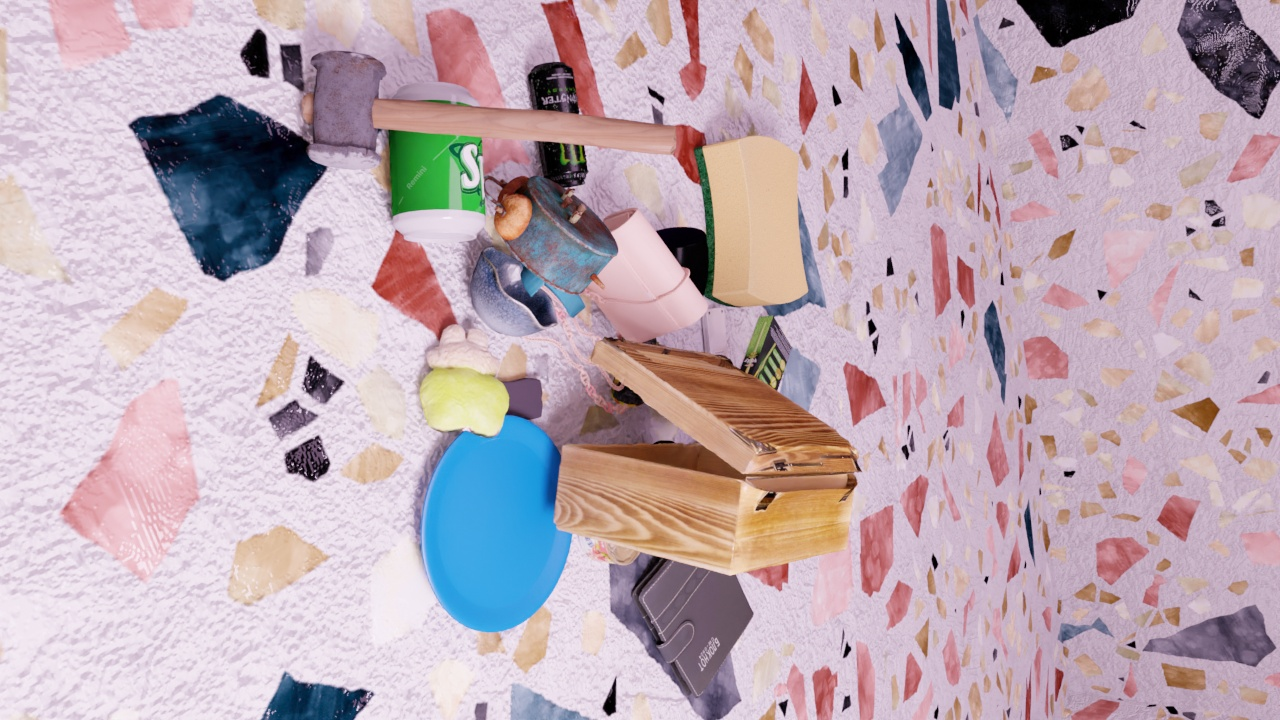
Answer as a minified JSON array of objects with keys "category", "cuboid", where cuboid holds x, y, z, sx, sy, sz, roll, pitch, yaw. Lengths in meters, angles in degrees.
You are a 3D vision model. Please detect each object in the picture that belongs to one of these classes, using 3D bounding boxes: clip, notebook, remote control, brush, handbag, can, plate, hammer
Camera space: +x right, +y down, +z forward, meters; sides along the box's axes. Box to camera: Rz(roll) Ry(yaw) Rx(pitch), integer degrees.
[{"category":"clip","cuboid":[-0.108,-0.093,0.973,0.121,0.033,0.119,49,17,-5]},{"category":"notebook","cuboid":[0.077,0.336,1.252,0.169,0.029,0.209,-46,122,-33]},{"category":"remote control","cuboid":[-0.151,0.042,0.989,0.124,0.009,0.046,1,87,-52]},{"category":"brush","cuboid":[0.172,-0.208,1.396,0.194,0.075,0.250,-6,93,-54]},{"category":"handbag","cuboid":[-0.017,-0.054,1.064,0.199,0.117,0.186,51,46,-25]},{"category":"can","cuboid":[-0.094,-0.269,1.052,0.053,0.054,0.138,-18,103,-53]},{"category":"plate","cuboid":[-0.151,0.170,0.969,0.224,0.024,0.224,6,83,-54]},{"category":"can","cuboid":[-0.033,0.203,1.113,0.086,0.043,0.086,7,82,-54]},{"category":"hammer","cuboid":[-0.132,-0.212,0.815,0.052,0.328,0.098,-179,-88,-86]},{"category":"can","cuboid":[-0.195,-0.187,0.879,0.087,0.088,0.140,-2,90,-54]},{"category":"remote control","cuboid":[0.112,-0.010,1.355,0.050,0.011,0.136,-10,96,-54]}]

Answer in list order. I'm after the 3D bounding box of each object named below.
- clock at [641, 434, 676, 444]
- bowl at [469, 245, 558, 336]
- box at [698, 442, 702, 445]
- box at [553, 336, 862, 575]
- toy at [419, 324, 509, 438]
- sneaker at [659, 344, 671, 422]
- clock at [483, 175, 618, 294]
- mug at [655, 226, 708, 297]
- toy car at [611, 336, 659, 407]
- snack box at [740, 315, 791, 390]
[{"category":"clock","cuboid":[0.025,0.156,1.197,0.121,0.043,0.091,48,51,-41]},{"category":"bowl","cuboid":[-0.141,-0.063,0.958,0.110,0.055,0.110,48,13,-15]},{"category":"box","cuboid":[0.150,0.181,1.354,0.210,0.084,0.186,-17,96,-52]},{"category":"box","cuboid":[0.098,0.101,1.020,0.278,0.259,0.220,10,90,-54]},{"category":"toy","cuboid":[-0.176,0.020,0.921,0.092,0.046,0.115,8,68,-29]},{"category":"sneaker","cuboid":[0.081,0.062,1.257,0.235,0.084,0.079,35,82,-45]},{"category":"clock","cuboid":[-0.095,-0.144,0.947,0.157,0.073,0.121,35,22,-21]},{"category":"mug","cuboid":[0.042,-0.109,1.203,0.118,0.085,0.100,-46,136,-52]},{"category":"toy car","cuboid":[-0.007,0.007,1.164,0.030,0.049,0.106,118,-15,-71]},{"category":"snack box","cuboid":[0.196,0.011,1.457,0.080,0.025,0.147,53,48,-38]}]
